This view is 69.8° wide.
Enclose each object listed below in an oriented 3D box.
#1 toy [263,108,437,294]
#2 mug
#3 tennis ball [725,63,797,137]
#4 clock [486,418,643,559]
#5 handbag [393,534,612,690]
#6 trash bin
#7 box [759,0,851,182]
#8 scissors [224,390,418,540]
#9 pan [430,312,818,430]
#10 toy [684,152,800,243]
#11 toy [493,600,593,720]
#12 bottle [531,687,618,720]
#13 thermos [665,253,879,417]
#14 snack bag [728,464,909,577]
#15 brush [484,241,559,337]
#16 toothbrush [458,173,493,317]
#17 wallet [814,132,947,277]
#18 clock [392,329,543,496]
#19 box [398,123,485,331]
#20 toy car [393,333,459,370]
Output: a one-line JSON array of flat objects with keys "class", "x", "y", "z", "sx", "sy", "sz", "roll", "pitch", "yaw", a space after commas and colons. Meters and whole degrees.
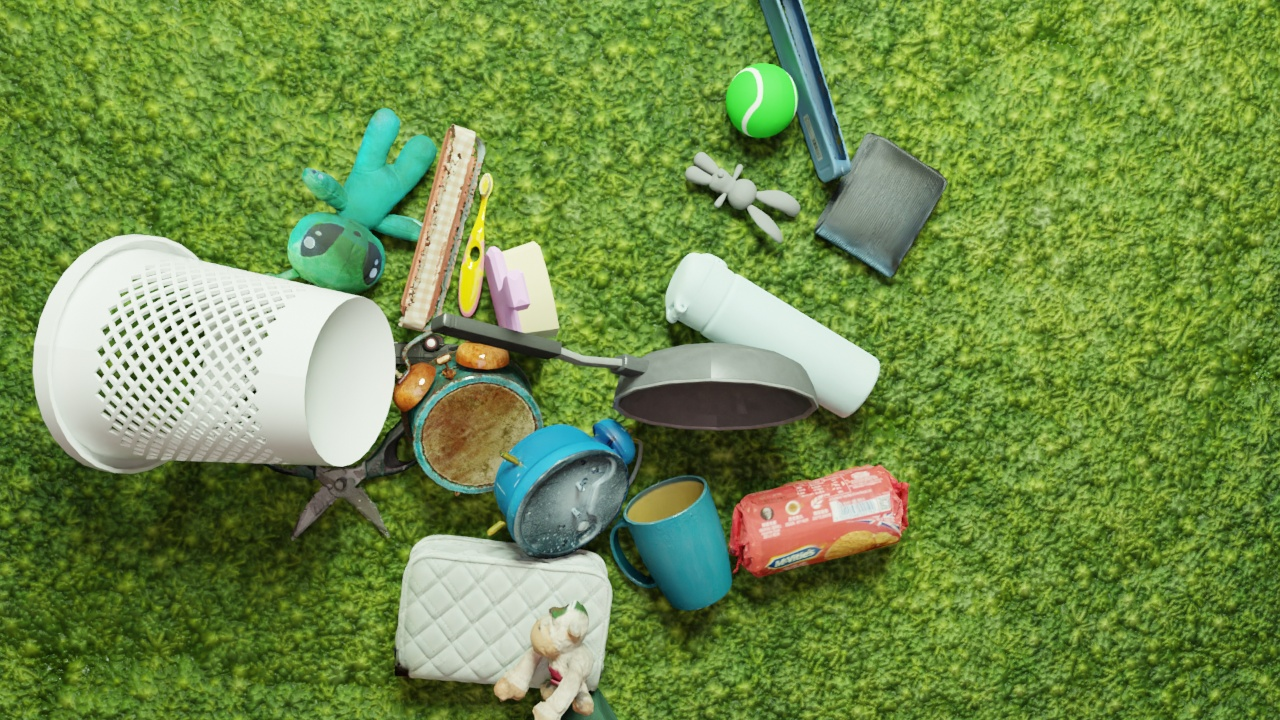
[{"class": "toy", "x": -0.255, "y": -0.128, "z": 0.819, "sx": 0.130, "sy": 0.072, "sz": 0.193, "roll": 30, "pitch": 91, "yaw": -41}, {"class": "mug", "x": 0.027, "y": 0.176, "z": 0.860, "sx": 0.112, "sy": 0.084, "sz": 0.104, "roll": -14, "pitch": 107, "yaw": 25}, {"class": "tennis ball", "x": 0.111, "y": -0.237, "z": 0.836, "sx": 0.065, "sy": 0.065, "sz": 0.065, "roll": 0, "pitch": 94, "yaw": -4}, {"class": "clock", "x": -0.059, "y": 0.112, "z": 0.824, "sx": 0.161, "sy": 0.060, "sz": 0.117, "roll": -8, "pitch": 124, "yaw": -39}, {"class": "handbag", "x": -0.126, "y": 0.235, "z": 0.852, "sx": 0.195, "sy": 0.072, "sz": 0.139, "roll": 8, "pitch": 102, "yaw": -5}, {"class": "trash bin", "x": -0.319, "y": 0.005, "z": 0.733, "sx": 0.200, "sy": 0.195, "sz": 0.195, "roll": 7, "pitch": 94, "yaw": 13}, {"class": "box", "x": 0.154, "y": -0.268, "z": 0.838, "sx": 0.037, "sy": 0.066, "sz": 0.209, "roll": -20, "pitch": 95, "yaw": 1}, {"class": "scissors", "x": -0.284, "y": 0.071, "z": 0.857, "sx": 0.202, "sy": 0.015, "sz": 0.201, "roll": 43, "pitch": 88, "yaw": -6}, {"class": "pan", "x": -0.004, "y": 0.004, "z": 0.752, "sx": 0.356, "sy": 0.179, "sz": 0.041, "roll": 15, "pitch": 69, "yaw": -37}, {"class": "toy", "x": 0.095, "y": -0.156, "z": 0.859, "sx": 0.111, "sy": 0.030, "sz": 0.049, "roll": 31, "pitch": 77, "yaw": 0}, {"class": "toy", "x": -0.070, "y": 0.258, "z": 0.785, "sx": 0.074, "sy": 0.085, "sz": 0.106, "roll": 13, "pitch": 94, "yaw": -28}, {"class": "bottle", "x": -0.085, "y": 0.371, "z": 0.868, "sx": 0.131, "sy": 0.061, "sz": 0.061, "roll": -30, "pitch": 98, "yaw": -2}, {"class": "thermos", "x": 0.119, "y": -0.025, "z": 0.853, "sx": 0.207, "sy": 0.065, "sz": 0.077, "roll": 31, "pitch": 62, "yaw": -5}, {"class": "snack bag", "x": 0.167, "y": 0.148, "z": 0.865, "sx": 0.176, "sy": 0.082, "sz": 0.082, "roll": -12, "pitch": 95, "yaw": -3}, {"class": "brush", "x": -0.096, "y": -0.056, "z": 0.755, "sx": 0.043, "sy": 0.229, "sz": 0.089, "roll": -14, "pitch": 94, "yaw": -11}, {"class": "toothbrush", "x": -0.152, "y": -0.107, "z": 0.852, "sx": 0.021, "sy": 0.016, "sz": 0.135, "roll": 9, "pitch": 93, "yaw": 0}, {"class": "wallet", "x": 0.230, "y": -0.149, "z": 0.871, "sx": 0.089, "sy": 0.026, "sz": 0.115, "roll": 29, "pitch": 92, "yaw": -7}, {"class": "clock", "x": -0.157, "y": 0.038, "z": 0.819, "sx": 0.121, "sy": 0.073, "sz": 0.158, "roll": -25, "pitch": 118, "yaw": -9}, {"class": "box", "x": -0.180, "y": -0.115, "z": 0.822, "sx": 0.048, "sy": 0.085, "sz": 0.187, "roll": 16, "pitch": 95, "yaw": -11}, {"class": "toy car", "x": -0.213, "y": -0.006, "z": 0.843, "sx": 0.092, "sy": 0.040, "sz": 0.037, "roll": 1, "pitch": 94, "yaw": -5}]
